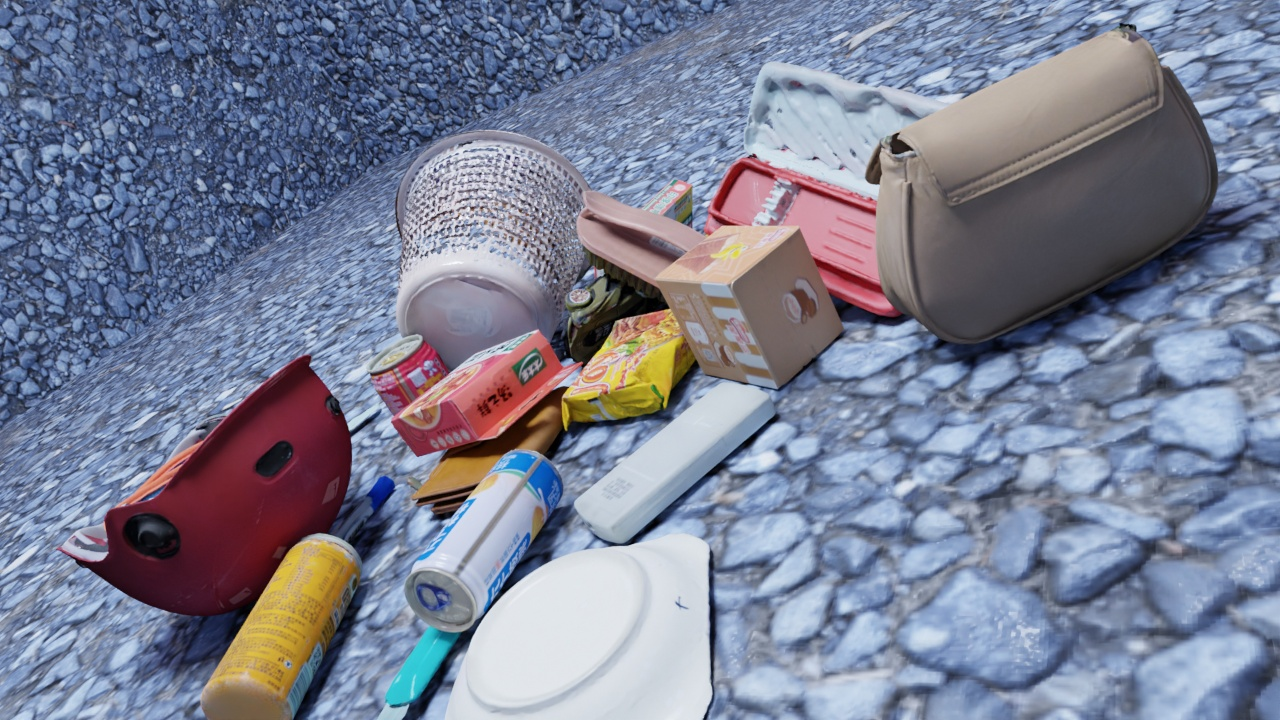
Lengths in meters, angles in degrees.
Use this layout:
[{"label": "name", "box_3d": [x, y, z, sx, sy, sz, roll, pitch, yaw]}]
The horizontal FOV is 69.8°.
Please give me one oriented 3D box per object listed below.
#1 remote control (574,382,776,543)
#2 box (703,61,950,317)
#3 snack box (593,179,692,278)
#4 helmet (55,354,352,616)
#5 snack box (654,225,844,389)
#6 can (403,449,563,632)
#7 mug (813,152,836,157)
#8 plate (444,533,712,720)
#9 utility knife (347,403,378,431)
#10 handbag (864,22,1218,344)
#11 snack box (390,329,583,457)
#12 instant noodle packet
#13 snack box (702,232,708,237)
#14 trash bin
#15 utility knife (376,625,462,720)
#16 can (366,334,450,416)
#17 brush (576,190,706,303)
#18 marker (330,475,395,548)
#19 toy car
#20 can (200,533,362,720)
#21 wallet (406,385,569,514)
[{"label": "remote control", "box_3d": [0.024, 0.067, 0.623, 0.149, 0.021, 0.058, -38, 25, -20]}, {"label": "box", "box_3d": [0.144, -0.135, 0.703, 0.049, 0.161, 0.201, 4, 21, -45]}, {"label": "snack box", "box_3d": [0.006, -0.115, 0.943, 0.027, 0.077, 0.155, 22, 48, 24]}, {"label": "helmet", "box_3d": [-0.317, 0.112, 0.744, 0.241, 0.144, 0.206, -32, 16, 27]}, {"label": "snack box", "box_3d": [0.082, -0.043, 0.691, 0.077, 0.093, 0.094, -39, 25, -22]}, {"label": "can", "box_3d": [-0.100, 0.116, 0.607, 0.053, 0.053, 0.134, -16, 20, 27]}, {"label": "mug", "box_3d": [0.207, -0.152, 0.752, 0.124, 0.084, 0.103, 38, 63, 16]}, {"label": "plate", "box_3d": [-0.041, 0.155, 0.504, 0.164, 0.034, 0.164, -23, 25, 14]}, {"label": "utility knife", "box_3d": [-0.359, 0.108, 0.976, 0.207, 0.018, 0.034, -41, 26, -30]}, {"label": "handbag", "box_3d": [0.240, -0.107, 0.574, 0.204, 0.148, 0.099, -25, 25, -2]}, {"label": "snack box", "box_3d": [-0.131, 0.026, 0.773, 0.127, 0.044, 0.113, -17, 19, 46]}, {"label": "instant noodle packet", "box_3d": [-0.004, 0.004, 0.758, 0.111, 0.044, 0.128, -16, 27, 37]}, {"label": "snack box", "box_3d": [0.126, -0.118, 0.859, 0.125, 0.053, 0.113, -41, 26, -14]}, {"label": "trash bin", "box_3d": [-0.157, -0.092, 0.943, 0.228, 0.227, 0.191, -21, 37, 18]}, {"label": "utility knife", "box_3d": [-0.125, 0.172, 0.584, 0.029, 0.013, 0.177, -8, 26, 24]}, {"label": "can", "box_3d": [-0.209, 0.030, 0.869, 0.066, 0.094, 0.066, -24, 24, 11]}, {"label": "brush", "box_3d": [0.007, -0.100, 0.812, 0.146, 0.073, 0.063, 29, 56, 15]}, {"label": "marker", "box_3d": [-0.252, 0.150, 0.772, 0.017, 0.017, 0.145, -14, 27, 31]}, {"label": "toy car", "box_3d": [-0.019, -0.057, 0.866, 0.042, 0.070, 0.157, 28, 56, 28]}, {"label": "can", "box_3d": [-0.243, 0.187, 0.634, 0.058, 0.058, 0.145, -22, 24, 15]}, {"label": "wallet", "box_3d": [-0.122, 0.076, 0.765, 0.119, 0.035, 0.130, -13, 25, 27]}]
